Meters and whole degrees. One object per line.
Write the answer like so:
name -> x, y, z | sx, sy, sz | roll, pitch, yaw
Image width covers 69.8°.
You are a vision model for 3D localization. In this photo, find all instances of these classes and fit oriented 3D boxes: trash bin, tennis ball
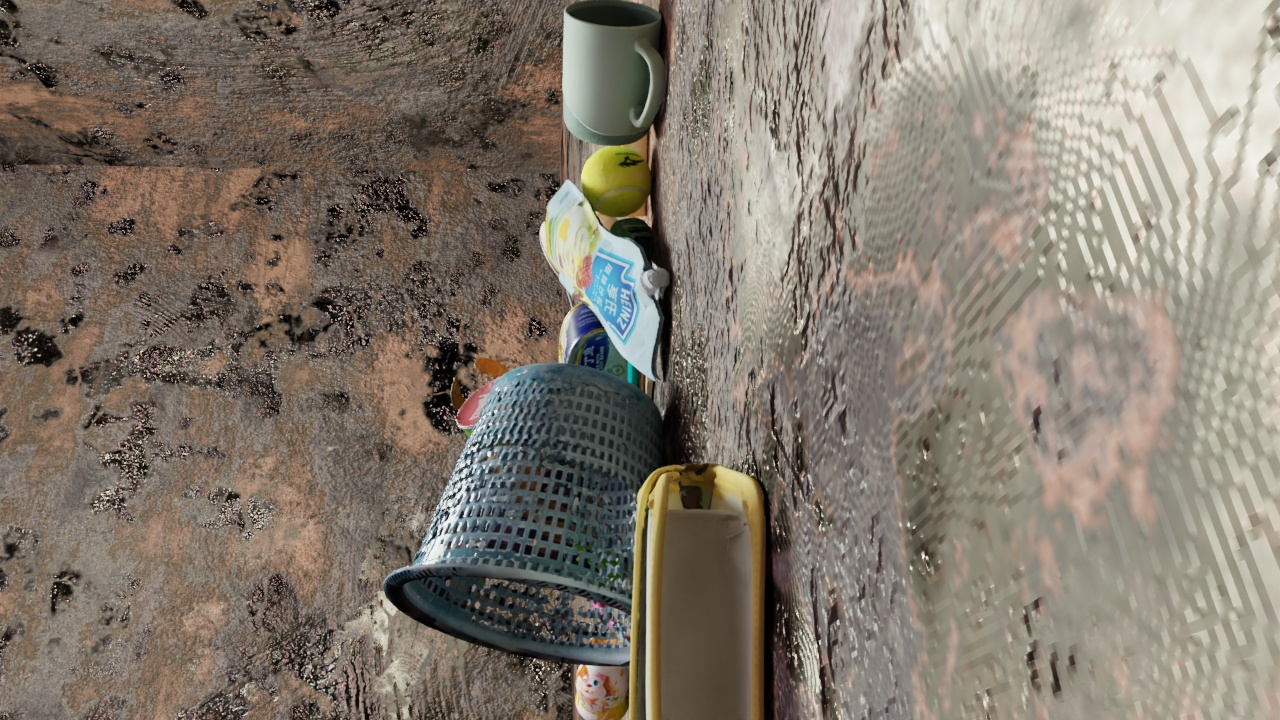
trash bin -> -0.067, 0.118, 0.739 | 0.227, 0.226, 0.194 | 101, 180, -60
tennis ball -> -0.022, -0.164, 0.839 | 0.065, 0.065, 0.065 | 178, 91, -83

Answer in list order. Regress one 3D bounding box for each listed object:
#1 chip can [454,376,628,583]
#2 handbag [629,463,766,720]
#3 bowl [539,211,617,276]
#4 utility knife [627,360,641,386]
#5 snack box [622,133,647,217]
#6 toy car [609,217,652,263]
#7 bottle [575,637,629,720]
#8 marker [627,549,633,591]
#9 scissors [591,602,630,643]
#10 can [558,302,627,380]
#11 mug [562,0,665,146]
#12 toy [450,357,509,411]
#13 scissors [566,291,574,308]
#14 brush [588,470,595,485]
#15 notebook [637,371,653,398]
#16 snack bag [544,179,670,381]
chip can -> -0.087, 0.124, 0.905 | 0.236, 0.072, 0.072 | 57, -170, -27
handbag -> 0.024, 0.140, 0.513 | 0.179, 0.063, 0.163 | 157, 114, -87
bowl -> -0.050, -0.126, 1.010 | 0.062, 0.113, 0.113 | -36, 39, 27
utility knife -> -0.006, 0.003, 0.850 | 0.029, 0.013, 0.210 | -100, 9, -64
snack box -> -0.015, -0.200, 0.948 | 0.157, 0.026, 0.084 | -111, 21, -72
toy car -> -0.013, -0.087, 0.855 | 0.036, 0.043, 0.091 | 47, 135, 42
bottle -> -0.042, 0.358, 1.038 | 0.063, 0.063, 0.108 | -102, 13, -60
marker -> 0.000, 0.232, 0.864 | 0.022, 0.020, 0.131 | 98, 169, -60
scissors -> -0.022, 0.270, 0.917 | 0.128, 0.017, 0.133 | 53, 166, 24
can -> -0.043, 0.010, 0.920 | 0.049, 0.074, 0.148 | -103, 13, -47
mug -> -0.018, -0.242, 0.790 | 0.112, 0.082, 0.106 | 39, 137, 39
toy -> -0.119, 0.082, 1.023 | 0.227, 0.090, 0.246 | 56, -157, 12
scissors -> -0.059, -0.001, 1.054 | 0.221, 0.022, 0.221 | -102, -3, -63
brush -> -0.048, 0.115, 1.153 | 0.109, 0.060, 0.314 | 99, 172, -71
notebook -> -0.006, 0.006, 0.954 | 0.207, 0.008, 0.148 | -98, 11, -49
snack bag -> -0.030, -0.074, 0.805 | 0.191, 0.038, 0.110 | 49, 136, 43
